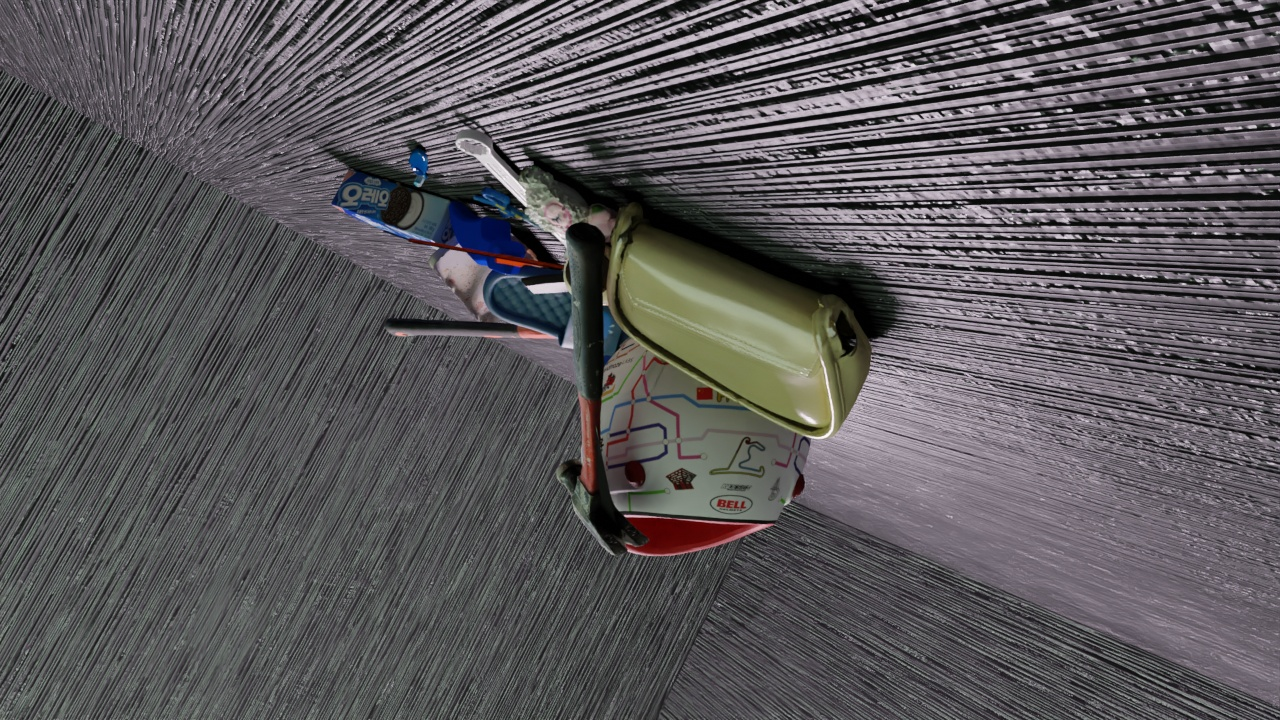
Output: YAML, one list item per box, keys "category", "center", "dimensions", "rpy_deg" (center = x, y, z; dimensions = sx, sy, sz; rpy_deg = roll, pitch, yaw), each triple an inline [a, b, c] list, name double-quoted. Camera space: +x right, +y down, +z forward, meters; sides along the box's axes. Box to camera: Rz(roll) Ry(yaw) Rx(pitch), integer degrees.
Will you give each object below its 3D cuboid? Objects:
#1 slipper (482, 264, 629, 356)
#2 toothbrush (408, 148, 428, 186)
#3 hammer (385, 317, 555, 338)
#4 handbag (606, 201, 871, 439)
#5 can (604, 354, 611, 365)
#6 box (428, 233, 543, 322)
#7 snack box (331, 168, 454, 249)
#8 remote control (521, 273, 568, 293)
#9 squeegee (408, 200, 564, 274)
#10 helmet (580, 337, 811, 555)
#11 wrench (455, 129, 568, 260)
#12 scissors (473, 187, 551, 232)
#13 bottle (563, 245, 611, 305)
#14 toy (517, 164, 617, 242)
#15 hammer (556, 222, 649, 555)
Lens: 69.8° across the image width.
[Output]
- category: "slipper"
  center: [-0.078, -0.051, 1.050]
  dimensions: [0.214, 0.059, 0.104]
  rpy_deg: [13, 130, 0]
- category: "toothbrush"
  center: [-0.232, -0.202, 0.965]
  dimensions: [0.021, 0.016, 0.132]
  rpy_deg: [26, 174, -11]
- category: "hammer"
  center: [-0.172, -0.039, 1.209]
  dimensions: [0.333, 0.033, 0.133]
  rpy_deg: [2, 165, 9]
- category: "handbag"
  center: [0.082, -0.039, 0.762]
  dimensions: [0.233, 0.088, 0.191]
  rpy_deg: [26, 158, 12]
- category: "can"
  center: [-0.007, 0.007, 1.124]
  dimensions: [0.079, 0.146, 0.079]
  rpy_deg: [27, 174, 3]
- category: "box"
  center: [-0.169, -0.089, 1.160]
  dimensions: [0.105, 0.096, 0.216]
  rpy_deg: [35, 171, 17]
- category: "snack box"
  center: [-0.304, -0.189, 1.169]
  dimensions: [0.227, 0.059, 0.059]
  rpy_deg: [22, 176, 38]
- category: "remote control"
  center: [-0.063, -0.085, 0.980]
  dimensions: [0.125, 0.010, 0.039]
  rpy_deg: [-4, 168, 9]
- category: "squeegee"
  center: [-0.169, -0.132, 1.008]
  dimensions: [0.249, 0.055, 0.185]
  rpy_deg: [6, -154, -39]
- category: "helmet"
  center: [0.054, 0.072, 0.985]
  dimensions: [0.231, 0.235, 0.315]
  rpy_deg: [6, 160, -15]
- category: "wrench"
  center: [-0.095, -0.143, 0.866]
  dimensions: [0.047, 0.009, 0.273]
  rpy_deg: [4, 164, 22]
- category: "scissors"
  center: [-0.131, -0.156, 0.962]
  dimensions: [0.105, 0.019, 0.132]
  rpy_deg: [30, 177, -12]
- category: "bottle"
  center: [-0.039, -0.079, 0.856]
  dimensions: [0.056, 0.056, 0.162]
  rpy_deg: [27, -175, 1]
- category: "toy"
  center: [-0.055, -0.124, 0.788]
  dimensions: [0.109, 0.041, 0.096]
  rpy_deg: [19, 171, 4]
- category: "hammer"
  center: [-0.040, 0.033, 0.801]
  dimensions: [0.140, 0.036, 0.327]
  rpy_deg: [48, 148, 43]
